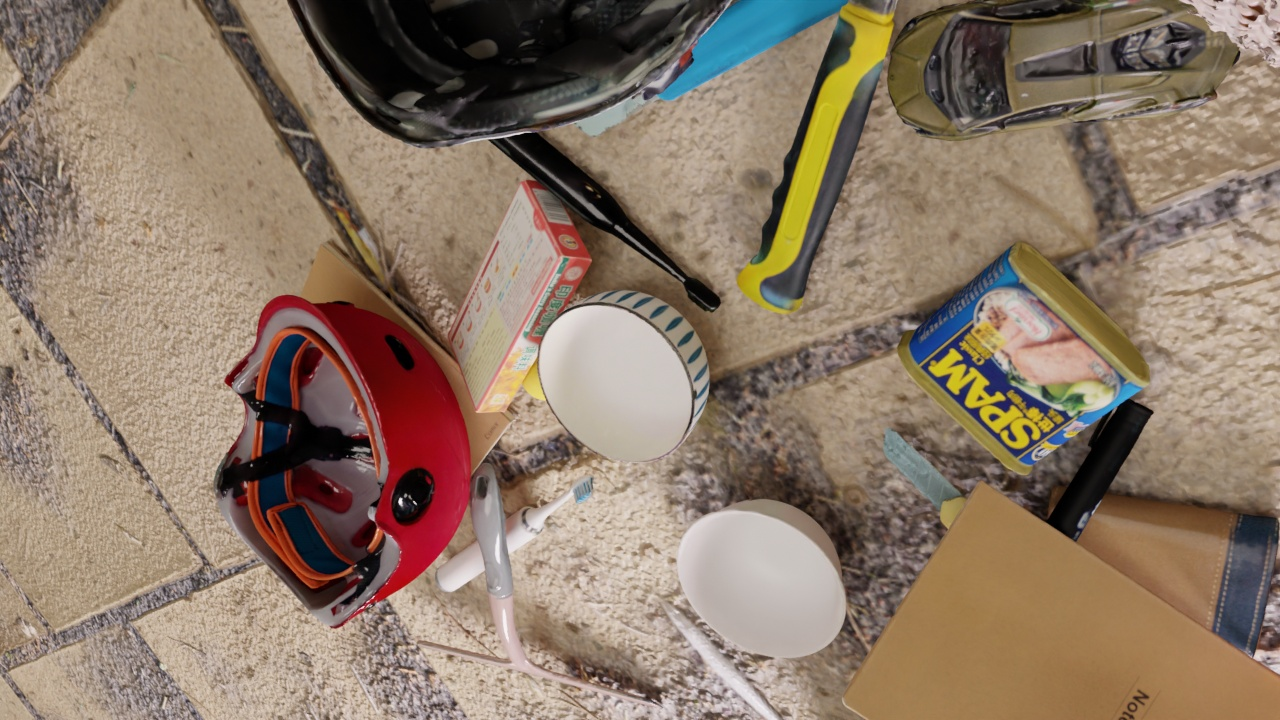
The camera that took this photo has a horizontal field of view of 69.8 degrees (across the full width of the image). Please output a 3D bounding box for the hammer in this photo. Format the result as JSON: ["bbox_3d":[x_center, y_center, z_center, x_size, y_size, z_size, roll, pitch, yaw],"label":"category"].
[{"bbox_3d":[0.111,-0.156,0.463,0.126,0.031,0.324,34,135,23],"label":"hammer"}]

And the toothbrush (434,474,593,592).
[{"bbox_3d":[-0.108,0.146,0.773,0.222,0.026,0.026,-38,53,37],"label":"toothbrush"}]

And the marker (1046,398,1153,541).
[{"bbox_3d":[0.246,0.081,0.520,0.022,0.020,0.132,33,108,33],"label":"marker"}]

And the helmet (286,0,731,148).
[{"bbox_3d":[-0.048,-0.234,0.464,0.275,0.156,0.230,-22,101,24],"label":"helmet"}]

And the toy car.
[{"bbox_3d":[0.197,-0.145,0.445,0.158,0.042,0.070,-1,113,33],"label":"toy car"}]

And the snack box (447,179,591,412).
[{"bbox_3d":[-0.090,-0.041,0.643,0.156,0.027,0.077,-56,48,37],"label":"snack box"}]

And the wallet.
[{"bbox_3d":[0.296,0.122,0.532,0.115,0.033,0.090,7,115,27],"label":"wallet"}]

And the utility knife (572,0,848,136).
[{"bbox_3d":[0.038,-0.178,0.528,0.205,0.018,0.034,-21,105,34],"label":"utility knife"}]

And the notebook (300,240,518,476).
[{"bbox_3d":[-0.213,0.020,0.778,0.211,0.012,0.150,43,129,3],"label":"notebook"}]

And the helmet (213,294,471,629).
[{"bbox_3d":[-0.209,0.063,0.701,0.207,0.143,0.240,29,115,31],"label":"helmet"}]

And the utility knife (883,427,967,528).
[{"bbox_3d":[0.220,0.119,0.553,0.206,0.021,0.031,42,126,8],"label":"utility knife"}]

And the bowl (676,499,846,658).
[{"bbox_3d":[0.091,0.137,0.633,0.118,0.064,0.118,12,119,23],"label":"bowl"}]

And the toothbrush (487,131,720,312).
[{"bbox_3d":[-0.031,-0.102,0.604,0.212,0.026,0.027,40,162,4],"label":"toothbrush"}]

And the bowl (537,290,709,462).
[{"bbox_3d":[-0.004,0.004,0.616,0.116,0.066,0.117,14,120,24],"label":"bowl"}]

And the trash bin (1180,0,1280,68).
[{"bbox_3d":[0.276,-0.172,0.294,0.192,0.226,0.228,36,127,24],"label":"trash bin"}]

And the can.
[{"bbox_3d":[0.208,-0.002,0.502,0.102,0.057,0.083,43,125,2],"label":"can"}]

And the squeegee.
[{"bbox_3d":[-0.113,0.193,0.765,0.248,0.040,0.250,7,123,21],"label":"squeegee"}]

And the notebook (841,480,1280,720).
[{"bbox_3d":[0.236,0.184,0.506,0.207,0.008,0.148,34,88,3],"label":"notebook"}]

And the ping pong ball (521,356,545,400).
[{"bbox_3d":[-0.068,0.009,0.671,0.040,0.040,0.040,13,120,23],"label":"ping pong ball"}]
